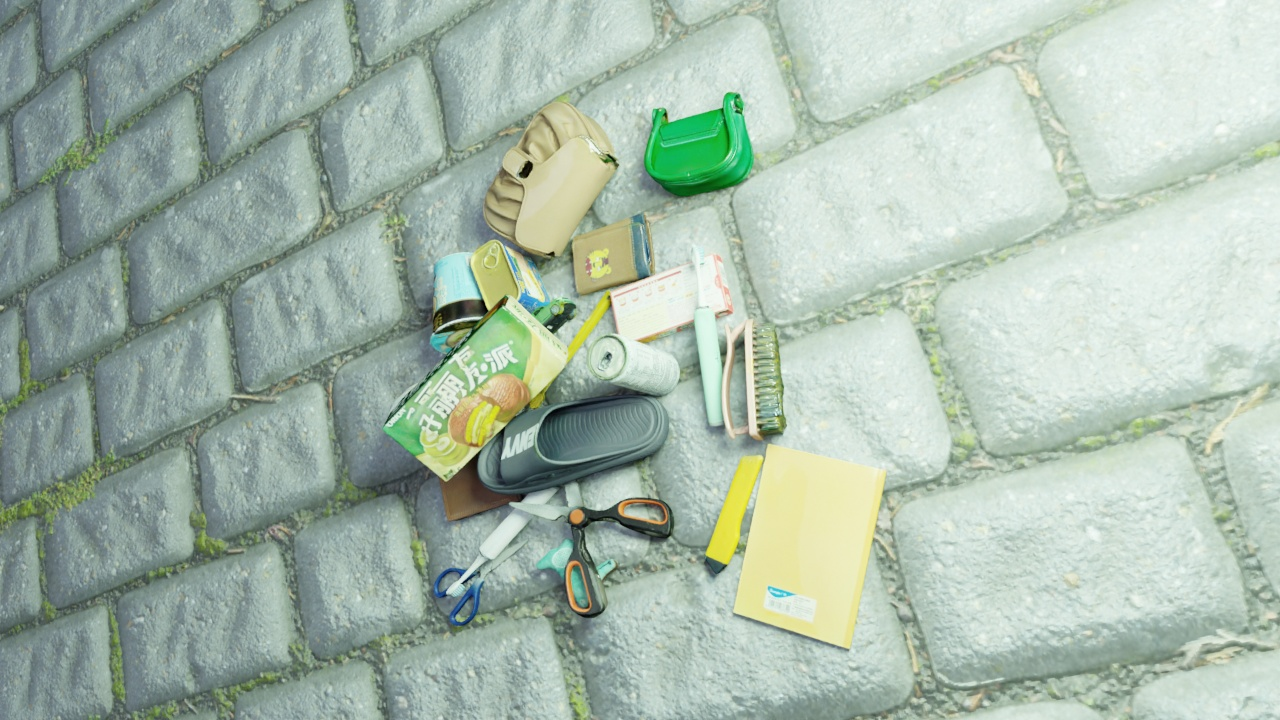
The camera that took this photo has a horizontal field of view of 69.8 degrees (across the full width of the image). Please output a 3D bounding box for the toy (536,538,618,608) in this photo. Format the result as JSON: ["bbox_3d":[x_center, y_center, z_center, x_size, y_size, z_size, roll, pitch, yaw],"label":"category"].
[{"bbox_3d":[-0.078,0.273,1.191,0.096,0.030,0.092,-39,71,10],"label":"toy"}]

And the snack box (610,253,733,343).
[{"bbox_3d":[0.038,-0.075,1.182,0.156,0.027,0.077,-18,75,25],"label":"snack box"}]

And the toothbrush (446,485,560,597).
[{"bbox_3d":[-0.190,0.242,1.245,0.026,0.026,0.221,39,99,-18],"label":"toothbrush"}]

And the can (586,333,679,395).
[{"bbox_3d":[-0.007,0.007,1.125,0.058,0.146,0.058,-5,79,27],"label":"can"}]

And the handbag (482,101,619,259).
[{"bbox_3d":[-0.127,-0.246,1.253,0.148,0.099,0.205,43,106,29],"label":"handbag"}]

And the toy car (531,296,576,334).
[{"bbox_3d":[-0.128,-0.055,1.257,0.091,0.043,0.036,-39,66,17],"label":"toy car"}]

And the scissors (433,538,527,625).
[{"bbox_3d":[-0.227,0.288,1.276,0.140,0.012,0.171,17,88,30],"label":"scissors"}]

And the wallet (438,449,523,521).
[{"bbox_3d":[-0.228,0.165,1.285,0.125,0.032,0.101,-20,76,24],"label":"wallet"}]

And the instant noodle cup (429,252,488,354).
[{"bbox_3d":[-0.248,-0.083,1.297,0.111,0.111,0.120,-24,64,23],"label":"instant noodle cup"}]

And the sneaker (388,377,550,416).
[{"bbox_3d":[-0.231,0.041,1.285,0.242,0.090,0.089,-19,108,6],"label":"sneaker"}]

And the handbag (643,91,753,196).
[{"bbox_3d":[0.072,-0.276,1.171,0.131,0.068,0.120,-9,77,26],"label":"handbag"}]

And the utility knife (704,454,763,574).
[{"bbox_3d":[0.114,0.184,1.109,0.033,0.015,0.154,21,91,22],"label":"utility knife"}]

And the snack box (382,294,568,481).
[{"bbox_3d":[-0.215,0.037,1.202,0.240,0.063,0.114,-43,106,12],"label":"snack box"}]

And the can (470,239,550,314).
[{"bbox_3d":[-0.178,-0.107,1.268,0.057,0.083,0.102,-32,69,20],"label":"can"}]

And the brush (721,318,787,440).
[{"bbox_3d":[0.133,0.021,1.097,0.073,0.063,0.145,-6,79,16],"label":"brush"}]

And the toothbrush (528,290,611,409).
[{"bbox_3d":[-0.093,-0.013,1.231,0.015,0.016,0.190,35,90,-2],"label":"toothbrush"}]

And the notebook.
[{"bbox_3d":[0.194,0.212,1.065,0.146,0.010,0.206,10,87,28],"label":"notebook"}]

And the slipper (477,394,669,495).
[{"bbox_3d":[-0.099,0.094,1.176,0.268,0.083,0.110,-15,61,15],"label":"slipper"}]

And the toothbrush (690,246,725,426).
[{"bbox_3d":[0.082,-0.029,1.129,0.027,0.027,0.224,-8,90,54],"label":"toothbrush"}]

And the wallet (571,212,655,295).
[{"bbox_3d":[-0.038,-0.142,1.231,0.115,0.033,0.090,-13,76,29],"label":"wallet"}]

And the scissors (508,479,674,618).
[{"bbox_3d":[-0.065,0.217,1.177,0.235,0.021,0.220,-3,72,17],"label":"scissors"}]
